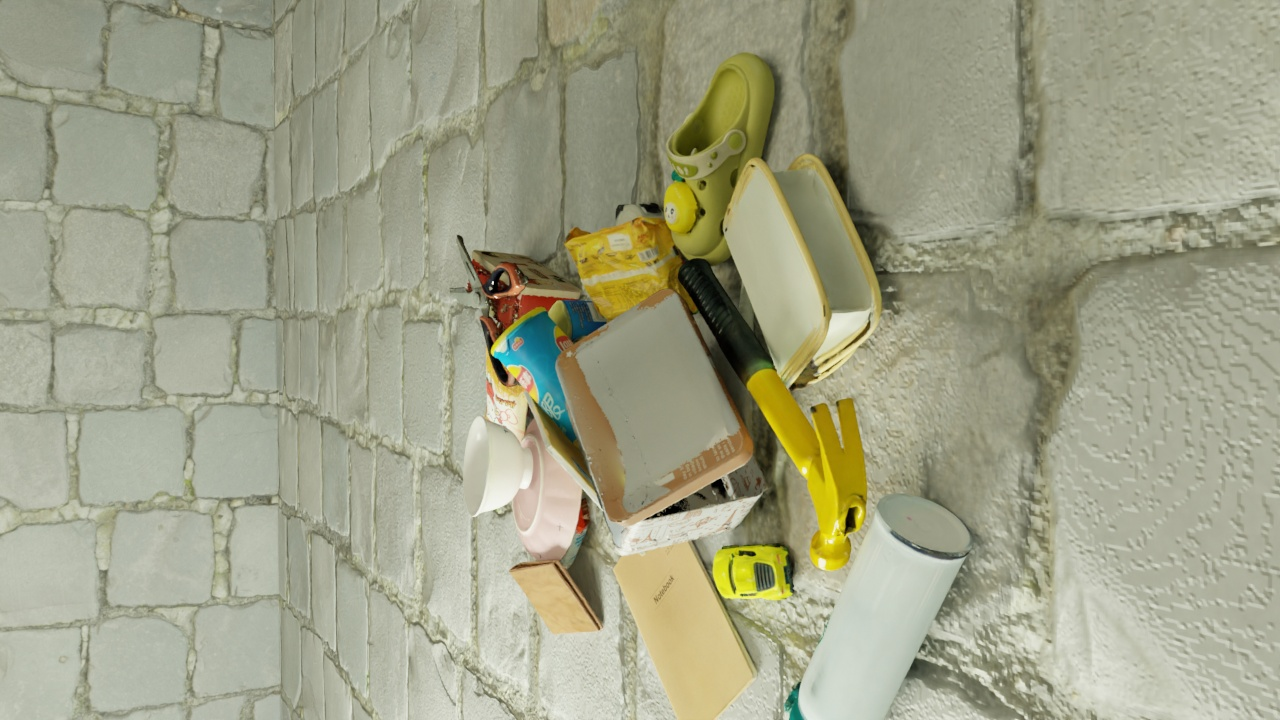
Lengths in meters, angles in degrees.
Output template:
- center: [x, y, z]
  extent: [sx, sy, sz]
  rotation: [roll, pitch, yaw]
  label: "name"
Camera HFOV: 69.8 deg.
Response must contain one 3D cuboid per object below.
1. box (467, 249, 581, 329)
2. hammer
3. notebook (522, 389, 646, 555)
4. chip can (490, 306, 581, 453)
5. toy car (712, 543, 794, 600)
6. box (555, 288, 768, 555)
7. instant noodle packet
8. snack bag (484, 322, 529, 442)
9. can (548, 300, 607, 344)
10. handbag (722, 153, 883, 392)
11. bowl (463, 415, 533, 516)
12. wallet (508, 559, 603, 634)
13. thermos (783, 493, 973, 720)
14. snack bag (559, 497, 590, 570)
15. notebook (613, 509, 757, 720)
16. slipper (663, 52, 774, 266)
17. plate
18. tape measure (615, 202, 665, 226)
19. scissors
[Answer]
- center: [-0.152, -0.077, 1.138]
  extent: [0.168, 0.091, 0.078]
  rotation: [34, 117, 52]
  label: "box"
- center: [0.095, 0.014, 0.722]
  extent: [0.300, 0.032, 0.129]
  rotation: [-117, 20, -45]
  label: "hammer"
- center: [-0.061, 0.107, 0.932]
  extent: [0.146, 0.010, 0.206]
  rotation: [51, 177, -18]
  label: "notebook"
- center: [-0.056, 0.046, 0.920]
  extent: [0.210, 0.071, 0.071]
  rotation: [48, 138, 6]
  label: "chip can"
- center: [0.094, 0.188, 0.811]
  extent: [0.105, 0.032, 0.048]
  rotation: [-21, 73, 58]
  label: "toy car"
- center: [0.016, 0.047, 0.790]
  extent: [0.167, 0.150, 0.181]
  rotation: [112, 143, -53]
  label: "box"
- center: [-0.008, -0.090, 0.906]
  extent: [0.129, 0.044, 0.111]
  rotation: [-3, 121, 47]
  label: "instant noodle packet"
- center: [-0.176, 0.054, 1.220]
  extent: [0.128, 0.073, 0.208]
  rotation: [51, 139, 44]
  label: "snack bag"
- center: [-0.065, -0.022, 1.008]
  extent: [0.102, 0.083, 0.057]
  rotation: [-52, 49, 45]
  label: "can"
- center: [0.118, -0.059, 0.753]
  extent: [0.179, 0.063, 0.163]
  rotation: [115, 142, -58]
  label: "handbag"
- center: [-0.165, 0.126, 1.088]
  extent: [0.118, 0.064, 0.118]
  rotation: [-175, 90, -67]
  label: "bowl"
- center: [-0.101, 0.283, 1.097]
  extent: [0.101, 0.020, 0.116]
  rotation: [56, 145, -6]
  label: "wallet"
- center: [0.163, 0.205, 0.667]
  extent: [0.073, 0.073, 0.225]
  rotation: [46, 129, 47]
  label: "thermos"
- center: [-0.083, 0.214, 1.097]
  extent: [0.048, 0.026, 0.104]
  rotation: [-101, 26, -54]
  label: "snack bag"
- center: [0.037, 0.259, 0.925]
  extent: [0.207, 0.008, 0.148]
  rotation: [62, 139, 35]
  label: "notebook"
- center: [0.056, -0.180, 0.816]
  extent: [0.091, 0.081, 0.191]
  rotation: [42, 123, 53]
  label: "slipper"
- center: [-0.121, 0.150, 1.115]
  extent: [0.193, 0.039, 0.192]
  rotation: [-174, 90, -66]
  label: "plate"
- center: [0.000, -0.130, 0.949]
  extent: [0.066, 0.033, 0.066]
  rotation: [12, 103, 58]
  label: "tape measure"
- center: [-0.181, -0.063, 1.087]
  extent: [0.226, 0.015, 0.189]
  rotation: [-1, 97, 57]
  label: "scissors"
